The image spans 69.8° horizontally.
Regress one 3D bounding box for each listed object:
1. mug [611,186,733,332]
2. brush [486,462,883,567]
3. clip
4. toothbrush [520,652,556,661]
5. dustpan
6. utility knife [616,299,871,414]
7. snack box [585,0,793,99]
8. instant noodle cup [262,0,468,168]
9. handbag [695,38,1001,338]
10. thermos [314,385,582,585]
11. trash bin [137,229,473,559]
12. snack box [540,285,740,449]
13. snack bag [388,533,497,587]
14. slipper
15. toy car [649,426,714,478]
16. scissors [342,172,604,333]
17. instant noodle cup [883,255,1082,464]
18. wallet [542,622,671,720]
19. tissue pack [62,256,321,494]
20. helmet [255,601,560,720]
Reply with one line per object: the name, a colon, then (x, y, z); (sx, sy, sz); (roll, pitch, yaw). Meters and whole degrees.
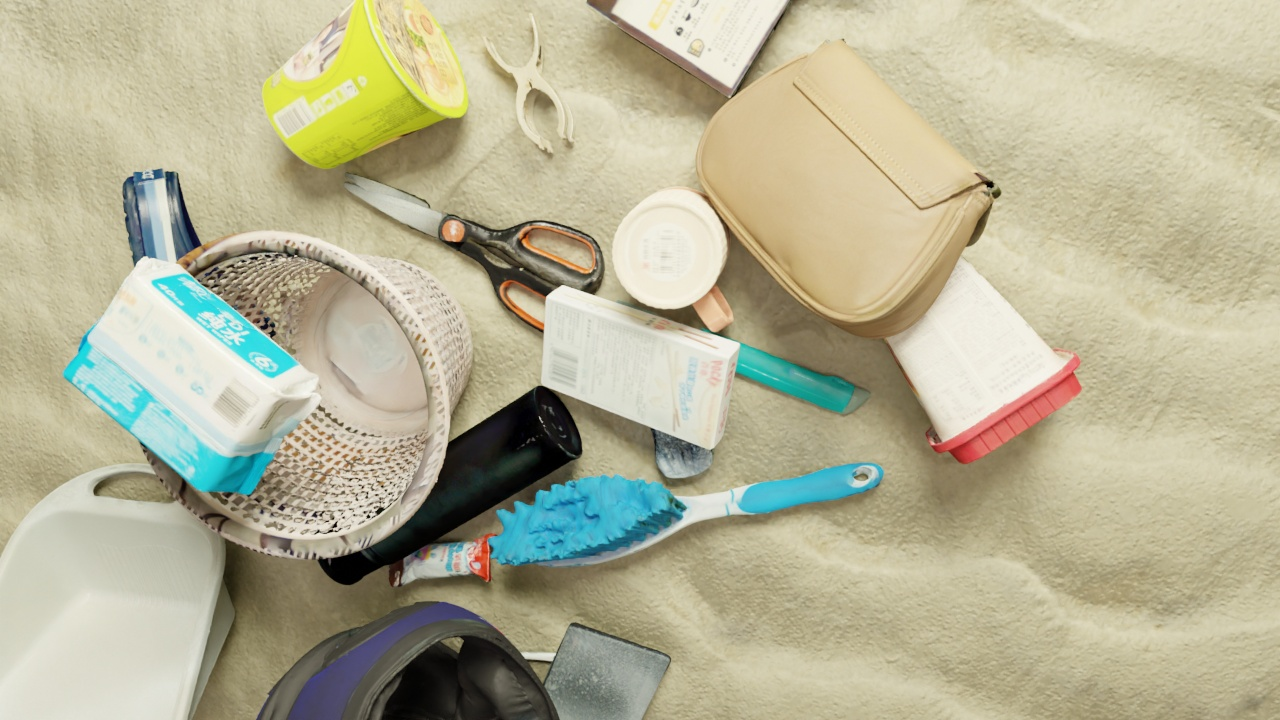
mug: (0.033, -0.072, 0.686); (0.082, 0.105, 0.114); (-30, 98, 13)
brush: (0.036, 0.119, 0.750); (0.315, 0.109, 0.060); (-18, 63, 17)
clip: (-0.084, -0.211, 0.707); (0.074, 0.034, 0.100); (-20, 95, 13)
toothbrush: (-0.065, 0.271, 0.828); (0.180, 0.016, 0.016); (0, 115, 7)
dustpan: (-0.472, 0.224, 0.784); (0.223, 0.257, 0.143); (4, 127, 7)
utility knife: (0.081, -0.004, 0.744); (0.219, 0.013, 0.029); (22, 107, 0)
snack box: (0.044, -0.272, 0.664); (0.125, 0.053, 0.113); (33, 106, 0)
instant noodle cup: (-0.213, -0.207, 0.693); (0.124, 0.111, 0.112); (-23, 99, 21)
handbag: (0.141, -0.118, 0.645); (0.148, 0.099, 0.204); (-44, 64, 19)
thermos: (-0.172, 0.100, 0.776); (0.243, 0.068, 0.090); (-30, 91, 13)
trash bin: (-0.226, 0.008, 0.694); (0.227, 0.192, 0.227); (2, 104, 7)
snack box: (-0.004, 0.004, 0.714); (0.157, 0.026, 0.085); (19, 123, 19)
snack bag: (-0.174, 0.176, 0.813); (0.105, 0.026, 0.045); (-6, 70, 12)
slipper: (-0.355, -0.034, 0.758); (0.095, 0.105, 0.253); (-13, 111, -19)
toy car: (0.027, 0.047, 0.755); (0.049, 0.031, 0.105); (-15, 100, 10)
scissors: (-0.145, -0.086, 0.750); (0.235, 0.021, 0.139); (5, 105, 6)
instant noodle cup: (0.239, -0.005, 0.678); (0.117, 0.116, 0.124); (-36, 85, 14)
wallet: (-0.037, 0.294, 0.820); (0.097, 0.019, 0.121); (20, 112, -6)
tissue pack: (-0.276, 0.010, 0.570); (0.140, 0.063, 0.090); (41, 104, -4)
helmet: (-0.203, 0.335, 0.746); (0.241, 0.246, 0.316); (3, 110, 42)
